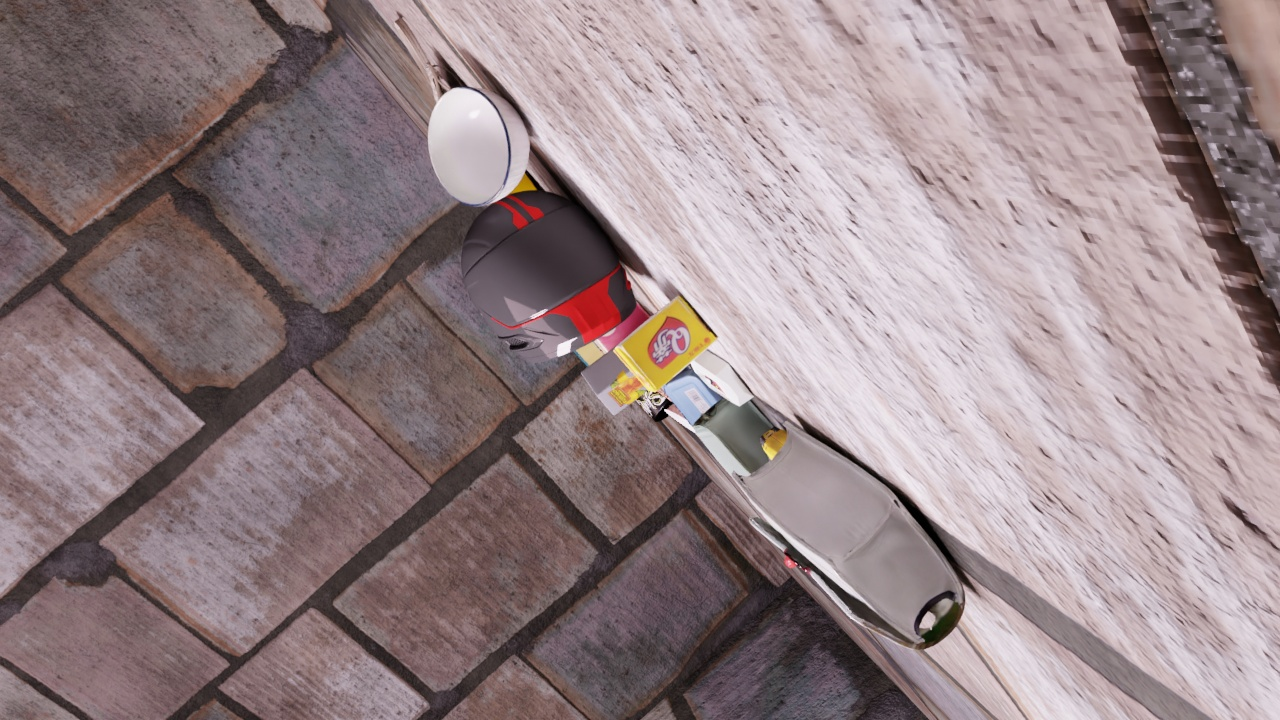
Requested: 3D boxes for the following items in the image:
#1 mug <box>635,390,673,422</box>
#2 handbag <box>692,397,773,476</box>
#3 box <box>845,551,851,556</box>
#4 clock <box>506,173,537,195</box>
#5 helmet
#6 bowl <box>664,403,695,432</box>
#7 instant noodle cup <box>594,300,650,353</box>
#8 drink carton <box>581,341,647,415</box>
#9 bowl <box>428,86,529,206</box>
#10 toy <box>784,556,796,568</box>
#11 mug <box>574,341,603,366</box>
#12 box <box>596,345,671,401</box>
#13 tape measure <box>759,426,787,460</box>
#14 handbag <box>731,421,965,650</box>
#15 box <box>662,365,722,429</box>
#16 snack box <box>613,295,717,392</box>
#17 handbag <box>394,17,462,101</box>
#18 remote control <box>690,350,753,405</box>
[{"bbox_3d":[0.027,0.028,1.485,0.098,0.081,0.118,48,149,17],"label":"mug"},{"bbox_3d":[0.124,0.101,1.070,0.122,0.067,0.106,49,168,0],"label":"handbag"},{"bbox_3d":[0.212,0.190,0.990,0.199,0.066,0.083,-132,24,-73],"label":"box"},{"bbox_3d":[-0.151,-0.212,1.261,0.152,0.052,0.113,53,177,14],"label":"clock"},{"bbox_3d":[-0.117,-0.106,1.036,0.170,0.164,0.265,61,165,-13],"label":"helmet"},{"bbox_3d":[0.095,0.091,1.451,0.110,0.040,0.110,33,173,4],"label":"bowl"},{"bbox_3d":[-0.024,-0.036,1.330,0.178,0.077,0.179,48,177,3],"label":"instant noodle cup"},{"bbox_3d":[-0.007,0.007,1.207,0.048,0.125,0.076,53,180,35],"label":"drink carton"},{"bbox_3d":[-0.155,-0.221,0.941,0.118,0.118,0.062,48,-141,15],"label":"bowl"},{"bbox_3d":[0.238,0.245,1.161,0.094,0.088,0.133,39,180,-15],"label":"toy"},{"bbox_3d":[-0.078,-0.057,1.540,0.113,0.107,0.083,46,177,41],"label":"mug"},{"bbox_3d":[0.020,0.004,1.420,0.188,0.062,0.058,35,-173,23],"label":"box"},{"bbox_3d":[0.159,0.107,0.964,0.065,0.037,0.064,51,176,-29],"label":"tape measure"},{"bbox_3d":[0.176,0.154,0.807,0.142,0.096,0.198,50,175,-26],"label":"handbag"},{"bbox_3d":[0.119,0.084,1.276,0.074,0.077,0.209,-21,116,39],"label":"box"},{"bbox_3d":[0.023,-0.016,0.945,0.061,0.083,0.106,50,177,-1],"label":"snack box"},{"bbox_3d":[-0.258,-0.343,1.172,0.198,0.062,0.176,59,174,-9],"label":"handbag"},{"bbox_3d":[0.081,0.014,1.033,0.049,0.024,0.143,50,176,-20],"label":"remote control"}]
